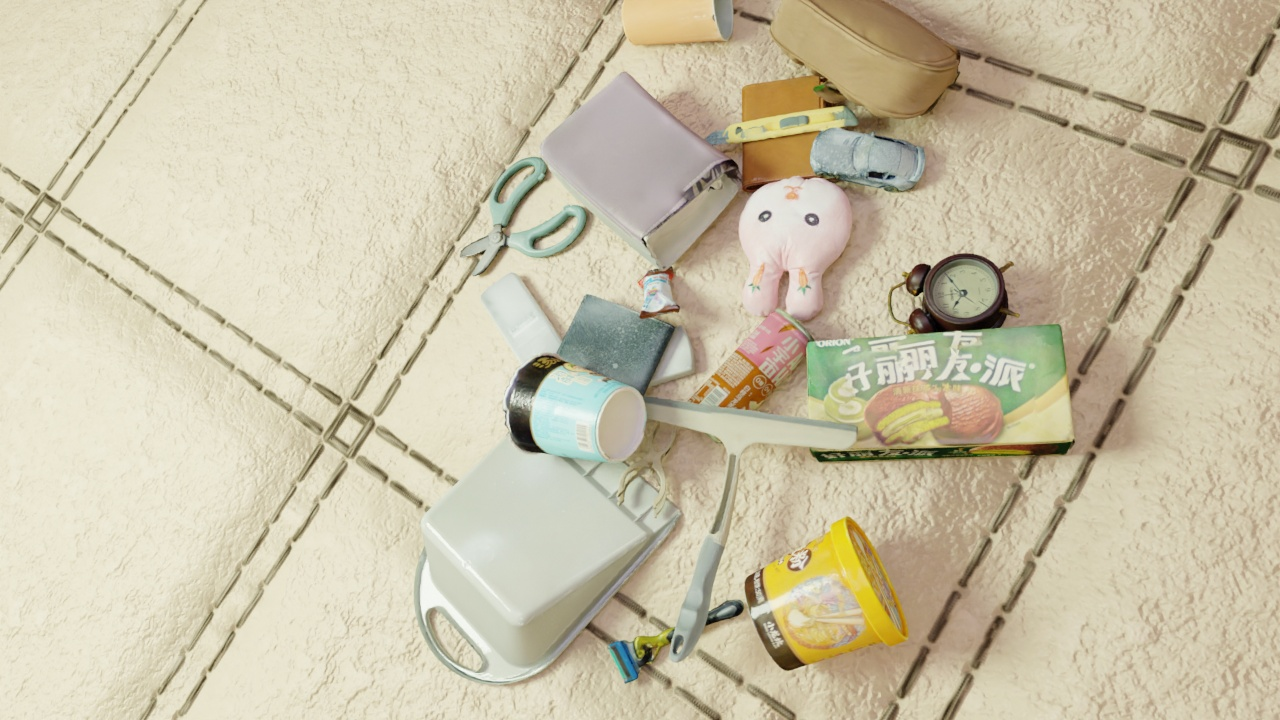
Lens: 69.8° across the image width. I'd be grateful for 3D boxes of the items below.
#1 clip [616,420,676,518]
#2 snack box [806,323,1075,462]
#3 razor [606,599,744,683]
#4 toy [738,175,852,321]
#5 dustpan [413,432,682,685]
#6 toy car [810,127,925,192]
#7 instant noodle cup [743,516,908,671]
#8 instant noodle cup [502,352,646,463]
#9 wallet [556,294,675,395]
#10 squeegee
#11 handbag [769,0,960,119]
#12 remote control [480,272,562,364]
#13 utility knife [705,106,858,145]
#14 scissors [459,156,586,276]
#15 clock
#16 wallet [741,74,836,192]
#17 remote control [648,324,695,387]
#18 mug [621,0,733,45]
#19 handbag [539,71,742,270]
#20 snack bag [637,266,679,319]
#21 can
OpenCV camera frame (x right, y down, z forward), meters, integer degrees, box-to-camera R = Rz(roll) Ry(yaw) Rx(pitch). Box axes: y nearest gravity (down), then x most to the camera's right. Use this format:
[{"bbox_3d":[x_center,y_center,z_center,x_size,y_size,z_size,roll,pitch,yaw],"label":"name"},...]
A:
[{"bbox_3d":[-0.002,0.112,0.961,0.089,0.035,0.103,-2,61,2],"label":"clip"},{"bbox_3d":[0.283,0.035,0.888,0.240,0.063,0.114,-4,70,18],"label":"snack box"},{"bbox_3d":[0.038,0.271,0.915,0.143,0.022,0.042,-27,93,5],"label":"razor"},{"bbox_3d":[0.164,-0.123,0.989,0.121,0.054,0.159,5,82,20],"label":"toy"},{"bbox_3d":[-0.126,0.211,0.997,0.223,0.143,0.257,39,58,25],"label":"dustpan"},{"bbox_3d":[0.243,-0.217,0.984,0.120,0.037,0.054,11,82,1],"label":"toy car"},{"bbox_3d":[0.167,0.220,0.843,0.115,0.118,0.118,-29,66,17],"label":"instant noodle cup"},{"bbox_3d":[-0.061,0.054,0.941,0.121,0.111,0.111,10,75,38],"label":"instant noodle cup"},{"bbox_3d":[-0.032,-0.014,1.013,0.121,0.019,0.097,22,81,26],"label":"wallet"},{"bbox_3d":[0.071,0.167,0.881,0.247,0.039,0.246,6,74,34],"label":"squeegee"},{"bbox_3d":[0.241,-0.335,0.995,0.147,0.100,0.204,-20,56,-38],"label":"handbag"},{"bbox_3d":[-0.137,-0.042,1.077,0.056,0.020,0.136,-37,65,3],"label":"remote control"},{"bbox_3d":[0.154,-0.259,1.025,0.175,0.019,0.030,-7,64,24],"label":"utility knife"},{"bbox_3d":[-0.154,-0.183,1.132,0.175,0.019,0.176,-18,69,13],"label":"scissors"},{"bbox_3d":[0.310,-0.061,0.915,0.122,0.055,0.082,-5,71,19],"label":"clock"},{"bbox_3d":[0.168,-0.259,1.042,0.108,0.031,0.131,-5,73,19],"label":"wallet"},{"bbox_3d":[-0.006,0.006,1.018,0.135,0.019,0.056,-18,67,12],"label":"remote control"},{"bbox_3d":[0.044,-0.422,1.116,0.123,0.078,0.078,1,73,24],"label":"mug"},{"bbox_3d":[0.002,-0.217,1.046,0.145,0.098,0.197,-46,64,1],"label":"handbag"},{"bbox_3d":[0.019,-0.072,1.011,0.045,0.026,0.105,-9,30,3],"label":"snack bag"},{"bbox_3d":[0.112,0.017,0.954,0.147,0.058,0.058,-46,65,-1],"label":"can"}]
